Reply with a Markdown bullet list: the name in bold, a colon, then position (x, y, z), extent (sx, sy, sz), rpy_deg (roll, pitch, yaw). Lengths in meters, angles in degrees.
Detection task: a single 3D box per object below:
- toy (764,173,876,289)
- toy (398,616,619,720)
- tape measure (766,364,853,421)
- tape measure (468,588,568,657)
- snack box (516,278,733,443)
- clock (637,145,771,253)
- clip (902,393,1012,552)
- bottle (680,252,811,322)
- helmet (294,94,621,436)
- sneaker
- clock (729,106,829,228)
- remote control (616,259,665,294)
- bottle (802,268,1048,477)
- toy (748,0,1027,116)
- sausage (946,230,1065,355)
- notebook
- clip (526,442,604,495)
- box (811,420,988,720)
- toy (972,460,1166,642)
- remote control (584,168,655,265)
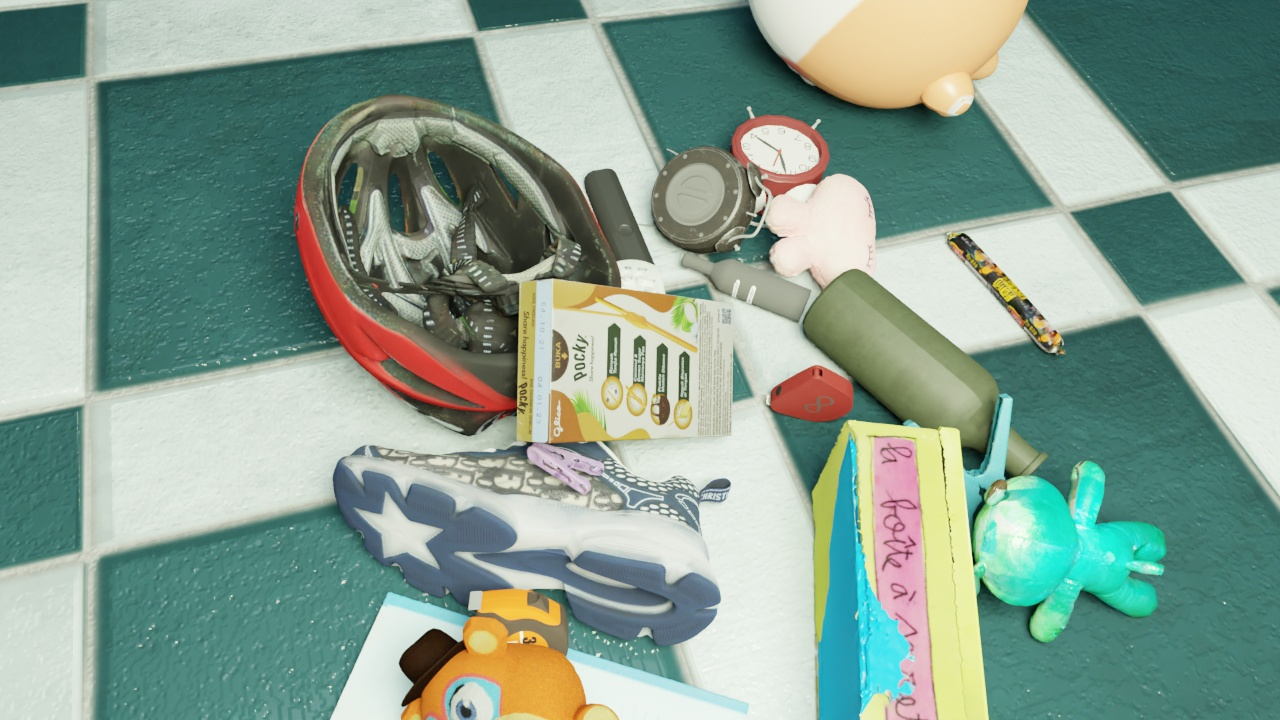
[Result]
- **toy**: position (0.156, -0.108, 0.791), extent (0.105, 0.053, 0.108), rpy_deg (-4, 87, -18)
- **toy**: position (-0.064, 0.220, 0.525), extent (0.176, 0.112, 0.096), rpy_deg (40, 20, 20)
- **tape measure**: position (0.136, 0.028, 0.718), extent (0.051, 0.059, 0.019), rpy_deg (28, 52, -24)
- **tape measure**: position (-0.075, 0.171, 0.581), extent (0.059, 0.058, 0.038), rpy_deg (-6, 19, -4)
- **snack box**: position (-0.004, 0.004, 0.639), extent (0.185, 0.032, 0.101), rpy_deg (3, 87, -48)
- **clock**: position (0.061, -0.137, 0.801), extent (0.123, 0.043, 0.091), rpy_deg (22, 93, 28)
- **clip**: position (0.255, 0.086, 0.663), extent (0.103, 0.027, 0.120), rpy_deg (-15, 92, 17)
- **bottle**: position (0.088, -0.067, 0.787), extent (0.113, 0.030, 0.030), rpy_deg (23, 57, 10)
- **helmet**: position (-0.141, -0.076, 0.683), extent (0.217, 0.167, 0.272), rpy_deg (-17, 68, -34)
- **sneaker**: position (-0.070, 0.095, 0.636), extent (0.269, 0.103, 0.132), rpy_deg (14, 41, 3)
- **clock**: position (0.125, -0.173, 0.851), extent (0.096, 0.048, 0.137), rpy_deg (11, 54, 1)
- **remote control**: position (-0.009, -0.028, 0.741), extent (0.060, 0.028, 0.114), rpy_deg (7, 67, 1)
- **bottle**: position (0.224, 0.015, 0.720), extent (0.071, 0.072, 0.207), rpy_deg (-35, 66, -25)
- **toy**: position (0.240, -0.369, 0.880), extent (0.281, 0.267, 0.261), rpy_deg (50, 44, -7)
- **sausage**: position (0.323, -0.062, 0.814), extent (0.020, 0.020, 0.155), rpy_deg (-21, 61, -19)
- **notebook**: position (-0.073, 0.260, 0.561), extent (0.253, 0.009, 0.180), rpy_deg (15, 56, 4)
- **clip**: position (-0.045, 0.067, 0.598), extent (0.045, 0.014, 0.051), rpy_deg (-19, 49, -40)
- **box**: position (0.159, 0.162, 0.586), extent (0.080, 0.125, 0.220), rpy_deg (5, 54, 0)
- **toy**: position (0.291, 0.130, 0.622), extent (0.193, 0.072, 0.130), rpy_deg (15, 85, -23)
- **remote control**: position (-0.016, -0.114, 0.817), extent (0.033, 0.015, 0.146), rpy_deg (-13, 58, -14)
